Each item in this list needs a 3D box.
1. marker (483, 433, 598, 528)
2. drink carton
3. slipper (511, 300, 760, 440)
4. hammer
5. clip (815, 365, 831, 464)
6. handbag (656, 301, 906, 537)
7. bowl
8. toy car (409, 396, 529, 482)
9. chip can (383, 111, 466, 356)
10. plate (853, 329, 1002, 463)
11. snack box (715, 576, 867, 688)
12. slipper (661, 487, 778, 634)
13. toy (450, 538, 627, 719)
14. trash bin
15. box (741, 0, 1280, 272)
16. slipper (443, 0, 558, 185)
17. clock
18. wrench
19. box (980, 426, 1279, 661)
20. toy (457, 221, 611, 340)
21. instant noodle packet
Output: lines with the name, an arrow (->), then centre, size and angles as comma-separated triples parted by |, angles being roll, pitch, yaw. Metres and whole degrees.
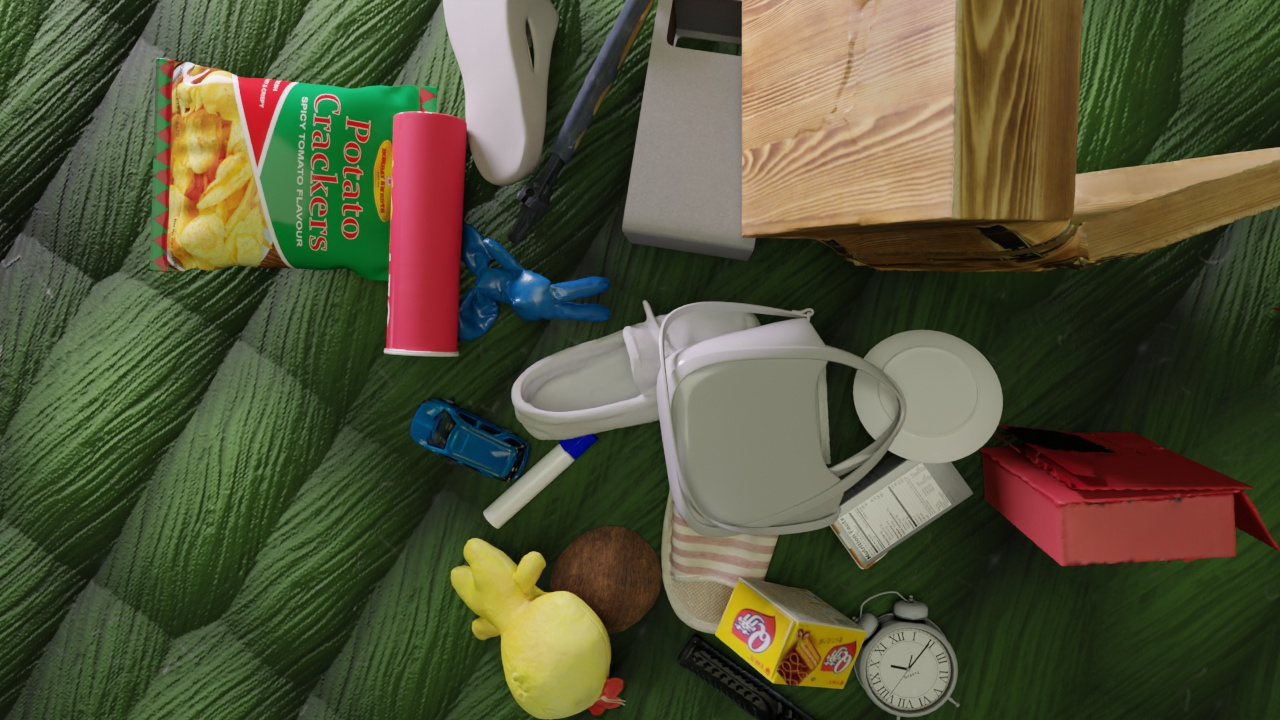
marker -> -0.099, 0.113, 0.902 | 0.133, 0.027, 0.023 | -42, 62, 4
drink carton -> 0.239, 0.133, 0.868 | 0.125, 0.048, 0.076 | -35, 89, 4
slipper -> -0.005, 0.005, 0.864 | 0.247, 0.074, 0.112 | -18, 78, 4
hammer -> 0.176, 0.370, 0.889 | 0.319, 0.032, 0.130 | 34, 94, 3
clip -> 0.160, 0.053, 0.884 | 0.057, 0.052, 0.102 | -3, 91, -25
handbag -> 0.130, 0.047, 0.806 | 0.222, 0.095, 0.216 | -10, 100, -6
bowl -> -0.035, 0.220, 0.901 | 0.114, 0.026, 0.102 | -42, 88, 4
toy car -> -0.168, 0.077, 0.898 | 0.120, 0.043, 0.056 | 24, 93, 3
chip can -> -0.201, -0.116, 0.861 | 0.069, 0.069, 0.220 | 3, 93, 4
plate -> 0.267, 0.030, 0.853 | 0.134, 0.011, 0.134 | -3, 65, 6
snack box -> 0.137, 0.249, 0.839 | 0.105, 0.084, 0.061 | 20, 94, -38
slipper -> 0.080, 0.134, 0.878 | 0.115, 0.052, 0.263 | 5, 91, 5
toy -> -0.103, 0.258, 0.871 | 0.207, 0.092, 0.134 | 46, 128, 23
trash bin -> 0.062, -0.217, 0.839 | 0.114, 0.114, 0.229 | 9, 92, 4
box -> 0.279, -0.177, 0.693 | 0.334, 0.279, 0.286 | 0, 96, -21
slipper -> -0.120, -0.298, 0.872 | 0.113, 0.080, 0.265 | -14, 85, 48
clock -> 0.250, 0.281, 0.878 | 0.094, 0.035, 0.122 | -22, 91, 4
wrench -> -0.056, -0.217, 0.833 | 0.022, 0.073, 0.274 | 34, 116, 3
box -> 0.399, 0.149, 0.781 | 0.165, 0.213, 0.153 | -2, 97, 5
toy -> -0.116, -0.063, 0.876 | 0.176, 0.070, 0.113 | 14, 113, 20
instant noodle packet -> -0.327, -0.175, 0.874 | 0.252, 0.090, 0.195 | 3, 93, -12
